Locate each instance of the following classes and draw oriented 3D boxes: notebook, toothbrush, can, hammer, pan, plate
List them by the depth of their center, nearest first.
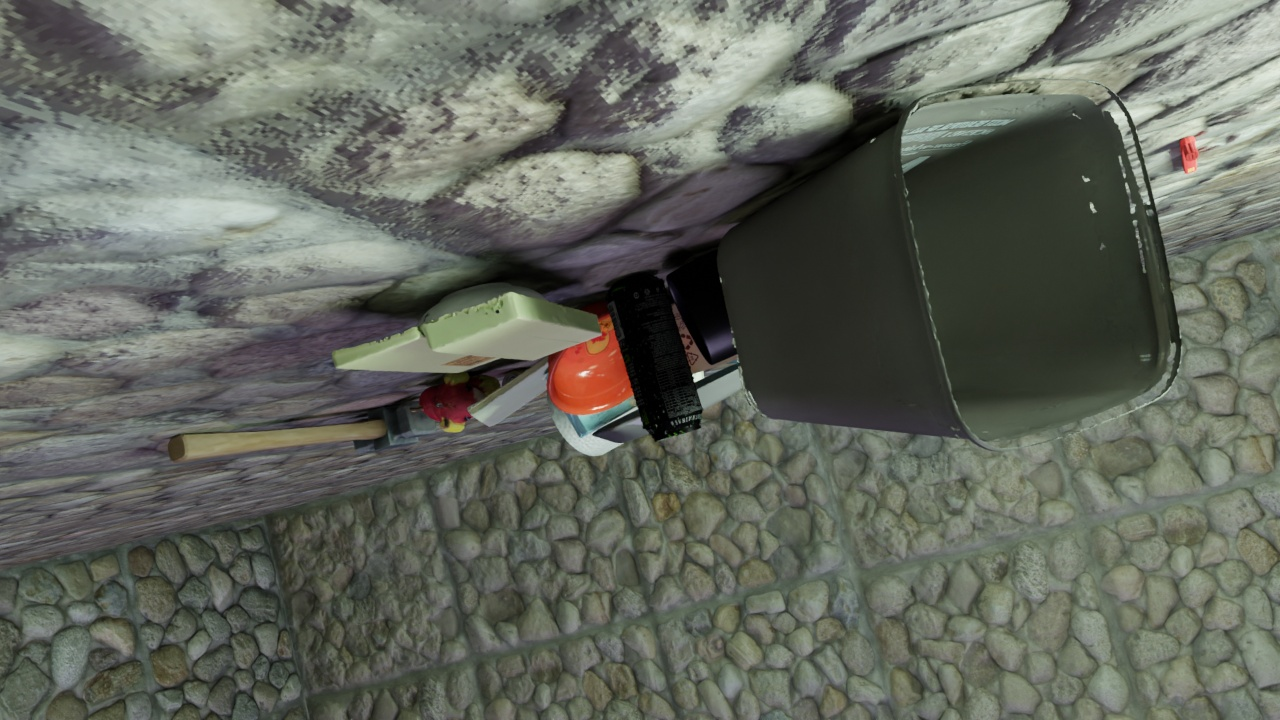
[{"bbox_3d":[-0.118,-0.037,0.670,0.104,0.026,0.104,-16,175,-2],"label":"plate"},{"bbox_3d":[0.012,-0.003,0.774,0.054,0.137,0.054,-17,174,-2],"label":"can"},{"bbox_3d":[0.545,-0.197,0.909,0.012,0.018,0.212,-19,173,31],"label":"toothbrush"},{"bbox_3d":[0.085,0.024,0.916,0.356,0.024,0.215,-26,179,40],"label":"pan"},{"bbox_3d":[-0.099,0.013,0.997,0.182,0.010,0.253,-34,177,-8],"label":"notebook"},{"bbox_3d":[-0.395,0.090,1.089,0.118,0.051,0.322,-19,171,32],"label":"hammer"},{"bbox_3d":[-0.144,0.031,1.200,0.038,0.038,0.079,-18,174,26],"label":"can"}]

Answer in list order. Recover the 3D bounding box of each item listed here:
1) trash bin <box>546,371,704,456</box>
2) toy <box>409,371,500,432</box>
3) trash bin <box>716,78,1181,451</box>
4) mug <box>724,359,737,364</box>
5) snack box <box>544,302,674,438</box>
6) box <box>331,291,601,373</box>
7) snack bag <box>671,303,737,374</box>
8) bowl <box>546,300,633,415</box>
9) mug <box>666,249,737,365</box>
[{"bbox_3d":[-0.015,0.033,1.152,0.162,0.133,0.133,-25,170,34],"label":"trash bin"},{"bbox_3d":[-0.216,0.044,1.066,0.105,0.067,0.137,-17,-173,-5],"label":"toy"},{"bbox_3d":[0.179,-0.048,0.602,0.197,0.197,0.220,-12,180,-27],"label":"trash bin"},{"bbox_3d":[0.063,-0.027,1.041,0.121,0.078,0.078,-10,174,-1],"label":"mug"},{"bbox_3d":[-0.006,0.005,0.940,0.174,0.075,0.053,-29,176,-17],"label":"snack box"},{"bbox_3d":[-0.116,-0.013,0.664,0.137,0.024,0.187,-14,175,12],"label":"box"},{"bbox_3d":[0.135,-0.056,0.846,0.207,0.070,0.094,-20,-176,39],"label":"snack bag"},{"bbox_3d":[-0.038,-0.011,0.859,0.130,0.045,0.131,-23,142,-20],"label":"bowl"},{"bbox_3d":[0.084,-0.054,0.765,0.100,0.085,0.119,-27,176,-2],"label":"mug"}]
